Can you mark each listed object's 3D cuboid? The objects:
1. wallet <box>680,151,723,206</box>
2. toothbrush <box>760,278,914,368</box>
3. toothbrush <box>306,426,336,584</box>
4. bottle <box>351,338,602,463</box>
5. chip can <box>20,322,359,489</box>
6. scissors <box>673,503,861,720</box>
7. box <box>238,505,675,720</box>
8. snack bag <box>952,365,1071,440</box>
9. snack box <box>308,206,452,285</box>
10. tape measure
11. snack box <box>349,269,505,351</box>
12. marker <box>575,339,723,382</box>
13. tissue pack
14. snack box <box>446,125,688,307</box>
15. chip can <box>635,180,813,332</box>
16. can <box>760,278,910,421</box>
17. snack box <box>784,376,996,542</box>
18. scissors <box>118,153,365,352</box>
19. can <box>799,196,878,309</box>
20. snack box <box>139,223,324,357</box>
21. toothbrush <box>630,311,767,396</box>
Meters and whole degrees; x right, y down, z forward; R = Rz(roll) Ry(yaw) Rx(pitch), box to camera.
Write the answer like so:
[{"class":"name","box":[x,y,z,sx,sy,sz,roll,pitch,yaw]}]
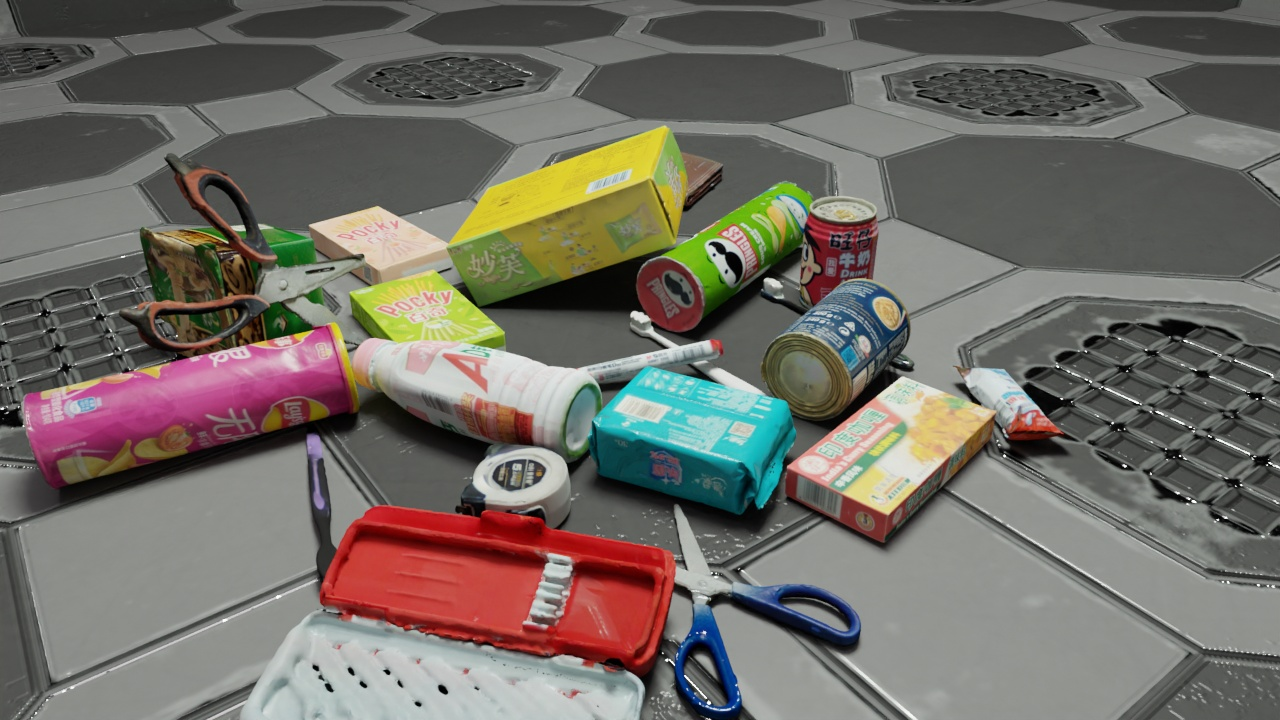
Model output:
[{"class":"wallet","box":[0.036,-0.223,1.121,0.101,0.032,0.124,15,35,21]},{"class":"toothbrush","box":[0.171,-0.034,0.818,0.015,0.018,0.181,-18,36,-32]},{"class":"toothbrush","box":[-0.217,0.094,0.622,0.014,0.017,0.189,-4,27,-22]},{"class":"bottle","box":[-0.127,0.022,0.684,0.197,0.068,0.068,13,34,25]},{"class":"chip can","box":[-0.319,0.031,0.669,0.210,0.071,0.071,-16,34,-22]},{"class":"scissors","box":[0.045,0.140,0.534,0.162,0.012,0.173,3,30,10]},{"class":"box","box":[-0.091,0.153,0.494,0.201,0.039,0.157,6,47,14]},{"class":"snack bag","box":[0.278,0.031,0.695,0.048,0.026,0.104,6,30,-11]},{"class":"snack box","box":[-0.274,-0.120,0.963,0.084,0.026,0.157,-26,39,-35]},{"class":"tape measure","box":[-0.079,0.087,0.605,0.066,0.034,0.065,5,33,14]},{"class":"snack box","box":[-0.192,-0.034,0.816,0.085,0.026,0.156,-19,35,-28]},{"class":"marker","box":[-0.004,0.004,0.741,0.145,0.017,0.017,-12,32,-6]},{"class":"tissue pack","box":[0.038,0.054,0.639,0.134,0.050,0.093,14,32,22]},{"class":"snack box","box":[-0.064,-0.142,0.888,0.210,0.070,0.157,-16,28,17]},{"class":"chip can","box":[0.091,-0.105,0.884,0.072,0.072,0.235,19,36,30]},{"class":"can","box":[0.153,-0.009,0.717,0.075,0.075,0.110,21,37,31]},{"class":"snack box","box":[0.177,0.064,0.641,0.077,0.027,0.155,24,39,37]},{"class":"scissors","box":[-0.302,-0.062,0.721,0.015,0.225,0.188,-4,48,32]},{"class":"can","box":[0.182,-0.097,0.843,0.066,0.094,0.066,-1,31,0]},{"class":"snack box","box":[-0.342,-0.066,0.791,0.118,0.118,0.105,18,32,32]},{"class":"toothbrush","box":[0.047,-0.002,0.765,0.016,0.016,0.180,-28,40,-26]}]
